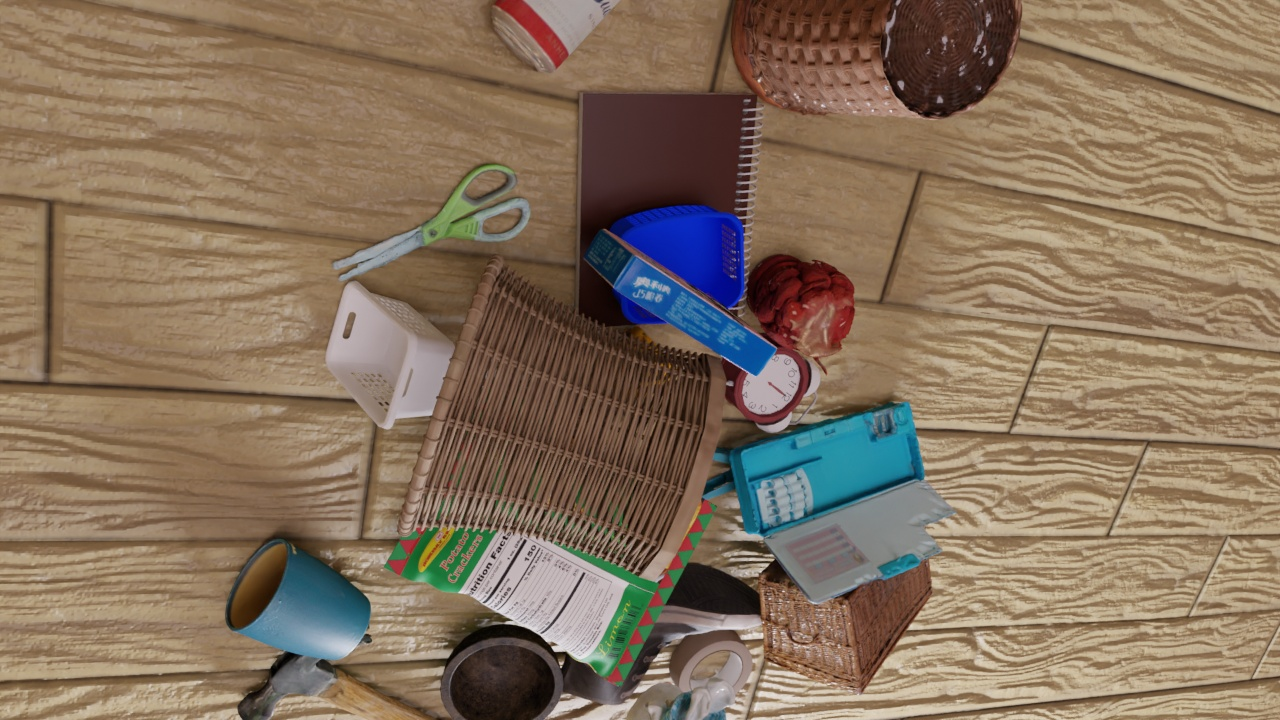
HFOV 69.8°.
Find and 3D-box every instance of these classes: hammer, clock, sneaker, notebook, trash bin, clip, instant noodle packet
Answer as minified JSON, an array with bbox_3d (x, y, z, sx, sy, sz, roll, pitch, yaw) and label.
[{"bbox_3d":[-0.232,0.376,0.947,0.132,0.033,0.330,-47,122,1],"label":"hammer"},{"bbox_3d":[0.132,0.023,0.934,0.124,0.044,0.087,35,96,-29],"label":"clock"},{"bbox_3d":[0.023,0.292,0.980,0.234,0.095,0.120,-2,115,-25],"label":"sneaker"},{"bbox_3d":[0.026,-0.135,0.836,0.171,0.022,0.209,-5,114,-19],"label":"notebook"},{"bbox_3d":[0.186,-0.262,0.737,0.151,0.210,0.151,-9,116,-19],"label":"trash bin"},{"bbox_3d":[0.108,0.128,0.981,0.126,0.028,0.113,-14,119,-16],"label":"clip"},{"bbox_3d":[-0.077,0.164,0.861,0.252,0.090,0.195,31,82,-13],"label":"instant noodle packet"}]

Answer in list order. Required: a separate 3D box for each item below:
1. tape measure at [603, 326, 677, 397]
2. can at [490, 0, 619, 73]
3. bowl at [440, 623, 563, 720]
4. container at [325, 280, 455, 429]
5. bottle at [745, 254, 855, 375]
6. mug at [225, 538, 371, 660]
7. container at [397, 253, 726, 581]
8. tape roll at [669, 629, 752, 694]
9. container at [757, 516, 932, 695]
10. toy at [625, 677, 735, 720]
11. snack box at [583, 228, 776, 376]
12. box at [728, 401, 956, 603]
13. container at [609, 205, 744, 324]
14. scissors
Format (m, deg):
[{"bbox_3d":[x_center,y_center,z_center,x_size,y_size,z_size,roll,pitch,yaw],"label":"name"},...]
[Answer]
[{"bbox_3d":[-0.005,0.005,0.879,0.059,0.030,0.068,-44,120,-2],"label":"tape measure"},{"bbox_3d":[-0.040,-0.303,0.709,0.170,0.067,0.067,-47,121,1],"label":"can"},{"bbox_3d":[-0.142,0.316,0.939,0.121,0.056,0.121,-3,111,-7],"label":"bowl"},{"bbox_3d":[-0.202,-0.005,0.745,0.049,0.129,0.081,7,110,-43],"label":"container"},{"bbox_3d":[0.159,-0.048,0.875,0.098,0.111,0.099,-8,114,-19],"label":"bottle"},{"bbox_3d":[-0.312,0.227,0.828,0.112,0.084,0.104,-29,131,24],"label":"mug"},{"bbox_3d":[-0.060,0.056,0.727,0.196,0.226,0.227,19,104,-8],"label":"container"},{"bbox_3d":[0.082,0.355,1.065,0.093,0.030,0.094,-8,115,-19],"label":"tape roll"},{"bbox_3d":[0.222,0.243,0.986,0.197,0.114,0.113,-32,121,-44],"label":"container"},{"bbox_3d":[0.027,0.368,0.939,0.131,0.105,0.206,21,128,-15],"label":"toy"},{"bbox_3d":[0.032,-0.047,0.746,0.154,0.088,0.033,31,98,-27],"label":"snack box"},{"bbox_3d":[0.217,0.146,0.960,0.226,0.180,0.074,-13,159,-26],"label":"box"},{"bbox_3d":[0.029,-0.088,0.812,0.114,0.058,0.096,-11,115,-14],"label":"container"},{"bbox_3d":[-0.178,-0.111,0.768,0.175,0.033,0.072,-26,123,-14],"label":"scissors"}]
